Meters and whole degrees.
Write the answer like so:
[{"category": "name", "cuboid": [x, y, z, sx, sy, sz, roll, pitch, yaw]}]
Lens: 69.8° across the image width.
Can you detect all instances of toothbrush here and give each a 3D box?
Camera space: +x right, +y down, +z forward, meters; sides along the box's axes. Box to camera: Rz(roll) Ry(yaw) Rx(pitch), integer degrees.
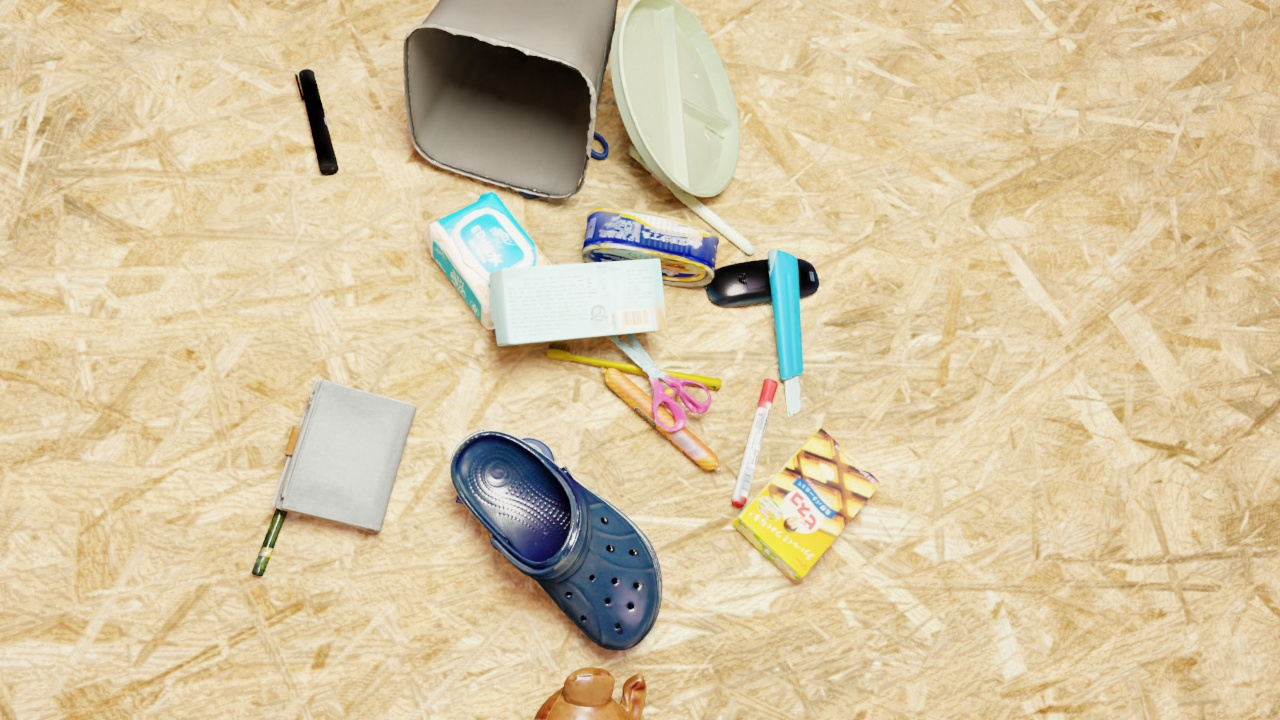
[{"category": "toothbrush", "cuboid": [-0.006, 0.006, 0.977, 0.190, 0.016, 0.016, 11, 61, -6]}, {"category": "toothbrush", "cuboid": [-0.334, 0.113, 0.874, 0.017, 0.012, 0.185, 34, 60, -40]}, {"category": "toothbrush", "cuboid": [0.060, -0.186, 1.061, 0.189, 0.029, 0.020, 42, 110, 5]}]

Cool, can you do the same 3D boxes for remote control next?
[{"category": "remote control", "cuboid": [0.140, -0.091, 1.036, 0.136, 0.024, 0.053, -8, 72, -13]}]

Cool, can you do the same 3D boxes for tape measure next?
[{"category": "tape measure", "cuboid": [-0.113, 0.105, 0.913, 0.054, 0.025, 0.058, -13, 80, -16]}]

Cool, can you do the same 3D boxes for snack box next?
[{"category": "snack box", "cuboid": [0.172, 0.147, 0.947, 0.087, 0.034, 0.140, 44, 70, 8]}, {"category": "snack box", "cuboid": [-0.062, -0.059, 0.927, 0.174, 0.052, 0.074, -6, 91, -23]}]

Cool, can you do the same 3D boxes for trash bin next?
[{"category": "trash bin", "cuboid": [-0.121, -0.328, 0.986, 0.198, 0.199, 0.219, 17, 58, -1]}]

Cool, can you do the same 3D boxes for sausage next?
[{"category": "sausage", "cuboid": [0.021, 0.061, 0.957, 0.165, 0.021, 0.021, 41, 68, 6]}]

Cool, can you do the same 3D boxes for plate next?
[{"category": "plate", "cuboid": [0.041, -0.292, 1.024, 0.230, 0.028, 0.230, 19, 66, -49]}]

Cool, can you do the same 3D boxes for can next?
[{"category": "can", "cuboid": [0.011, -0.122, 0.998, 0.148, 0.075, 0.049, 11, 70, -7]}]

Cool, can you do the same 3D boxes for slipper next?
[{"category": "slipper", "cuboid": [-0.074, 0.159, 0.849, 0.105, 0.095, 0.253, -45, 87, -4]}]

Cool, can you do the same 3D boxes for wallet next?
[{"category": "wallet", "cuboid": [-0.285, 0.091, 0.881, 0.106, 0.037, 0.129, 18, 67, -16]}]

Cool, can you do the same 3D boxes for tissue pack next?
[{"category": "tissue pack", "cuboid": [-0.155, -0.105, 0.965, 0.089, 0.063, 0.140, -34, 78, -20]}]

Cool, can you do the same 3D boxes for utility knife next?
[{"category": "utility knife", "cuboid": [0.162, -0.030, 1.007, 0.034, 0.018, 0.185, -1, 82, -16]}]

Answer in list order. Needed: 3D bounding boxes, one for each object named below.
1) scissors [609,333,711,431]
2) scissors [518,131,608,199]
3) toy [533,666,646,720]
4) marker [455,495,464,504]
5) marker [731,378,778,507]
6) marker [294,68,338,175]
[{"category": "scissors", "cuboid": [0.022, 0.009, 0.964, 0.076, 0.017, 0.137, -24, 68, -20]}, {"category": "scissors", "cuboid": [-0.117, -0.259, 1.061, 0.162, 0.012, 0.175, 4, 67, -7]}, {"category": "toy", "cuboid": [0.000, 0.354, 0.793, 0.199, 0.131, 0.139, 36, 61, -6]}, {"category": "marker", "cuboid": [-0.109, 0.153, 0.900, 0.146, 0.017, 0.016, 18, 67, -3]}, {"category": "marker", "cuboid": [0.121, 0.086, 0.969, 0.017, 0.017, 0.145, 20, 67, -3]}, {"category": "marker", "cuboid": [-0.358, -0.264, 1.012, 0.022, 0.020, 0.132, -10, 71, -26]}]
